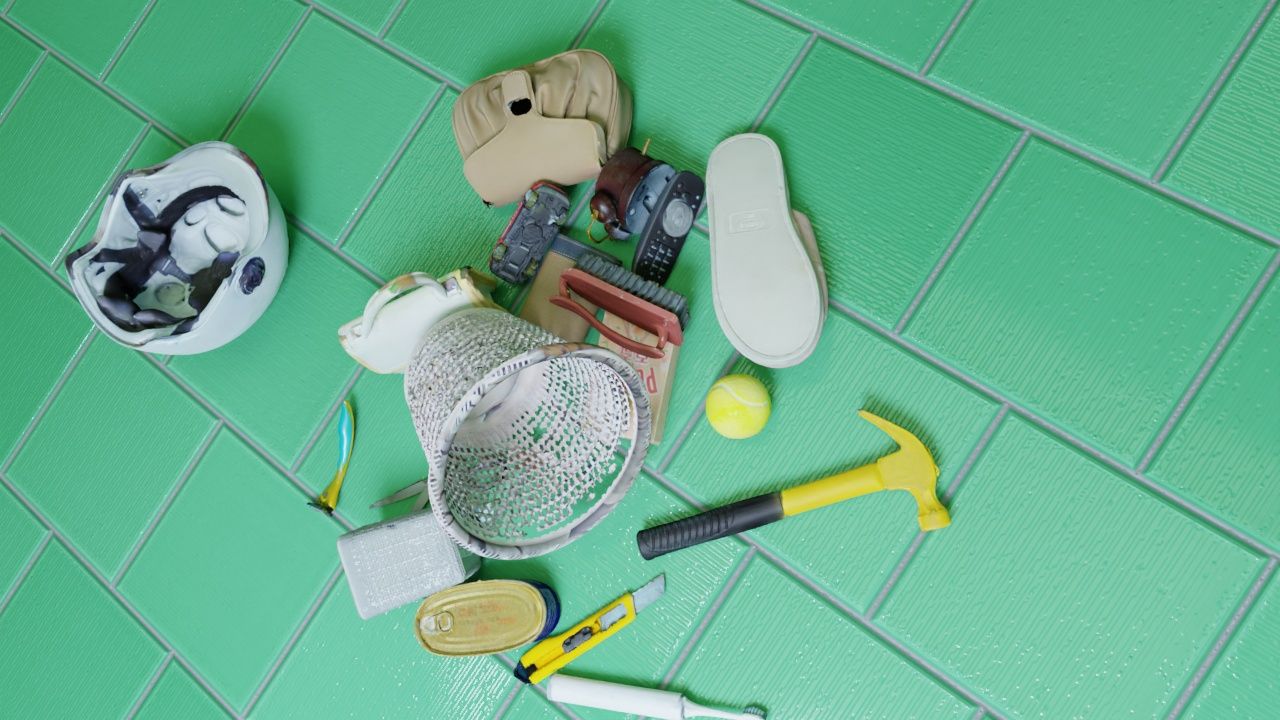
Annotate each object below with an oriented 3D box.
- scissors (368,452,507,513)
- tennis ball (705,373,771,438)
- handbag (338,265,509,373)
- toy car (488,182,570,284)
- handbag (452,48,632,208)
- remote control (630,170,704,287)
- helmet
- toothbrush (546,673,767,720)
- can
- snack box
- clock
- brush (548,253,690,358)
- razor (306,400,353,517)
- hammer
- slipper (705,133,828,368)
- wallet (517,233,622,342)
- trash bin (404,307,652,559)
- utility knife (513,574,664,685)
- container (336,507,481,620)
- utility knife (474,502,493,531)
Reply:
[{"bbox_3d":[-0.226,0.133,1.027,0.159,0.014,0.178,9,84,21],"label":"scissors"},{"bbox_3d":[0.098,0.046,0.917,0.065,0.065,0.065,-3,78,16],"label":"tennis ball"},{"bbox_3d":[-0.238,-0.044,0.978,0.163,0.178,0.063,-25,78,9],"label":"handbag"},{"bbox_3d":[-0.125,-0.143,1.019,0.121,0.053,0.045,-54,29,18],"label":"toy car"},{"bbox_3d":[-0.113,-0.262,1.025,0.205,0.099,0.147,-12,77,18],"label":"handbag"},{"bbox_3d":[0.026,-0.139,0.985,0.024,0.053,0.136,28,95,53],"label":"remote control"},{"bbox_3d":[-0.520,-0.118,1.095,0.229,0.146,0.258,29,80,19],"label":"helmet"},{"bbox_3d":[0.014,0.337,0.902,0.221,0.026,0.027,2,118,17],"label":"toothbrush"},{"bbox_3d":[-0.159,0.267,0.957,0.148,0.049,0.074,-12,75,14],"label":"can"},{"bbox_3d":[-0.006,0.006,0.977,0.084,0.026,0.157,9,81,18],"label":"snack box"},{"bbox_3d":[-0.013,-0.175,0.987,0.055,0.082,0.122,38,89,24],"label":"clock"},{"bbox_3d":[-0.024,-0.056,0.945,0.146,0.063,0.069,27,74,19],"label":"brush"},{"bbox_3d":[-0.350,0.112,1.058,0.043,0.028,0.132,5,82,49],"label":"razor"},{"bbox_3d":[0.140,0.140,0.902,0.301,0.033,0.128,-19,74,12],"label":"hammer"},{"bbox_3d":[0.124,-0.114,0.946,0.114,0.054,0.274,-14,64,10],"label":"slipper"},{"bbox_3d":[-0.080,-0.075,1.014,0.090,0.033,0.115,24,87,23],"label":"wallet"},{"bbox_3d":[-0.132,0.050,0.906,0.227,0.227,0.192,-52,43,1],"label":"trash bin"},{"bbox_3d":[-0.052,0.276,0.941,0.192,0.015,0.033,-35,74,7],"label":"utility knife"},{"bbox_3d":[-0.236,0.203,0.957,0.114,0.090,0.090,-19,88,4],"label":"container"},{"bbox_3d":[-0.228,0.199,1.009,0.162,0.018,0.034,-29,71,8],"label":"utility knife"}]
